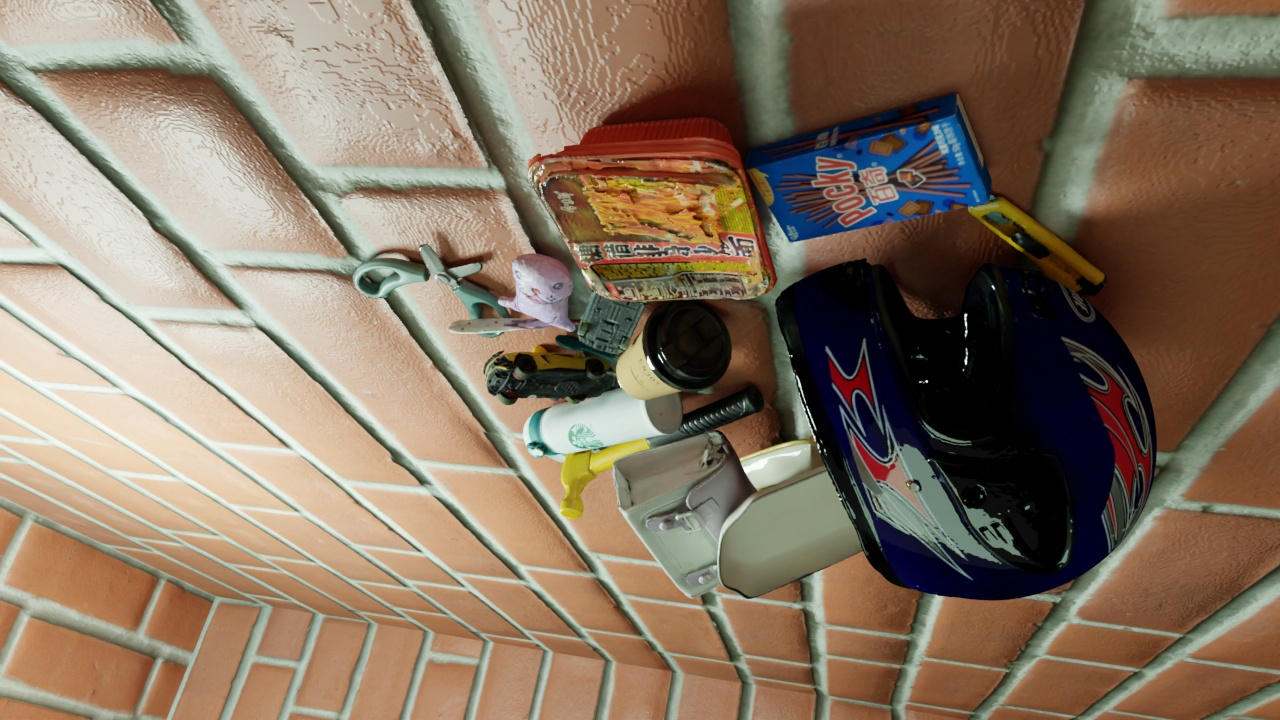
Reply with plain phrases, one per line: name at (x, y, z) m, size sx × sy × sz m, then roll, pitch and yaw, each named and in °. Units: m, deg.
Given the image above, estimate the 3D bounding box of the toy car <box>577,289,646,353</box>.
toy car at (-0.025, -0.053, 0.902) m, size 0.054 × 0.036 × 0.121 m, roll 19°, pitch 140°, yaw -6°

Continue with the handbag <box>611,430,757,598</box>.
handbag at (0.073, 0.181, 1.078) m, size 0.145 × 0.098 × 0.197 m, roll -26°, pitch 131°, yaw 8°

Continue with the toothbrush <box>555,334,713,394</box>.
toothbrush at (-0.006, 0.006, 1.031) m, size 0.191 × 0.016 × 0.018 m, roll 19°, pitch 162°, yaw -12°

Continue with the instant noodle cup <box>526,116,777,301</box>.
instant noodle cup at (0.016, -0.121, 0.712) m, size 0.165 × 0.079 × 0.189 m, roll 1°, pitch 152°, yaw 19°

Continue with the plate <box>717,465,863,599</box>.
plate at (0.198, 0.180, 1.060) m, size 0.265 × 0.034 × 0.162 m, roll -18°, pitch 128°, yaw -19°

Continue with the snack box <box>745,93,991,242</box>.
snack box at (0.165, -0.136, 0.672) m, size 0.157 × 0.026 × 0.084 m, roll -8°, pitch 140°, yaw 34°

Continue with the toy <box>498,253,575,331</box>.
toy at (-0.099, -0.070, 0.898) m, size 0.084 × 0.038 × 0.108 m, roll 19°, pitch 154°, yaw 1°

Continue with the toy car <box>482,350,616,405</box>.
toy car at (-0.101, 0.018, 1.038) m, size 0.155 × 0.041 × 0.071 m, roll 3°, pitch 147°, yaw -29°

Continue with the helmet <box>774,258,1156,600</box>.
helmet at (0.277, 0.039, 0.750) m, size 0.241 × 0.246 × 0.315 m, roll -22°, pitch 110°, yaw 19°

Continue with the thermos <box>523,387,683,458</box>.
thermos at (-0.055, 0.076, 1.118) m, size 0.225 × 0.073 × 0.073 m, roll -16°, pitch 142°, yaw 41°

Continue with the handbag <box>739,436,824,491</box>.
handbag at (0.223, 0.147, 1.173) m, size 0.178 × 0.063 × 0.164 m, roll 11°, pitch 157°, yaw -32°

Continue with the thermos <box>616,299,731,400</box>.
thermos at (0.027, -0.003, 0.928) m, size 0.093 × 0.093 × 0.144 m, roll 21°, pitch 159°, yaw -16°

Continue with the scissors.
scissors at (-0.223, -0.073, 0.966) m, size 0.178 × 0.019 × 0.170 m, roll 4°, pitch 153°, yaw 16°

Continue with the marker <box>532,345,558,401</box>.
marker at (-0.112, 0.019, 1.097) m, size 0.018 × 0.015 × 0.124 m, roll 6°, pitch 152°, yaw 8°

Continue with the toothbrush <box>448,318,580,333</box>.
toothbrush at (-0.112, -0.037, 0.970) m, size 0.188 × 0.016 × 0.017 m, roll -2°, pitch 161°, yaw 9°

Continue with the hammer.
hammer at (0.017, 0.095, 1.109) m, size 0.302 × 0.128 × 0.033 m, roll -25°, pitch 135°, yaw 33°

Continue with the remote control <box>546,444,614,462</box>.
remote control at (-0.078, 0.120, 1.270) m, size 0.135 × 0.019 × 0.056 m, roll -9°, pitch 146°, yaw 35°

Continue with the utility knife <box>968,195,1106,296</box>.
utility knife at (0.295, -0.097, 0.712) m, size 0.203 × 0.015 × 0.033 m, roll 27°, pitch 147°, yaw -25°
